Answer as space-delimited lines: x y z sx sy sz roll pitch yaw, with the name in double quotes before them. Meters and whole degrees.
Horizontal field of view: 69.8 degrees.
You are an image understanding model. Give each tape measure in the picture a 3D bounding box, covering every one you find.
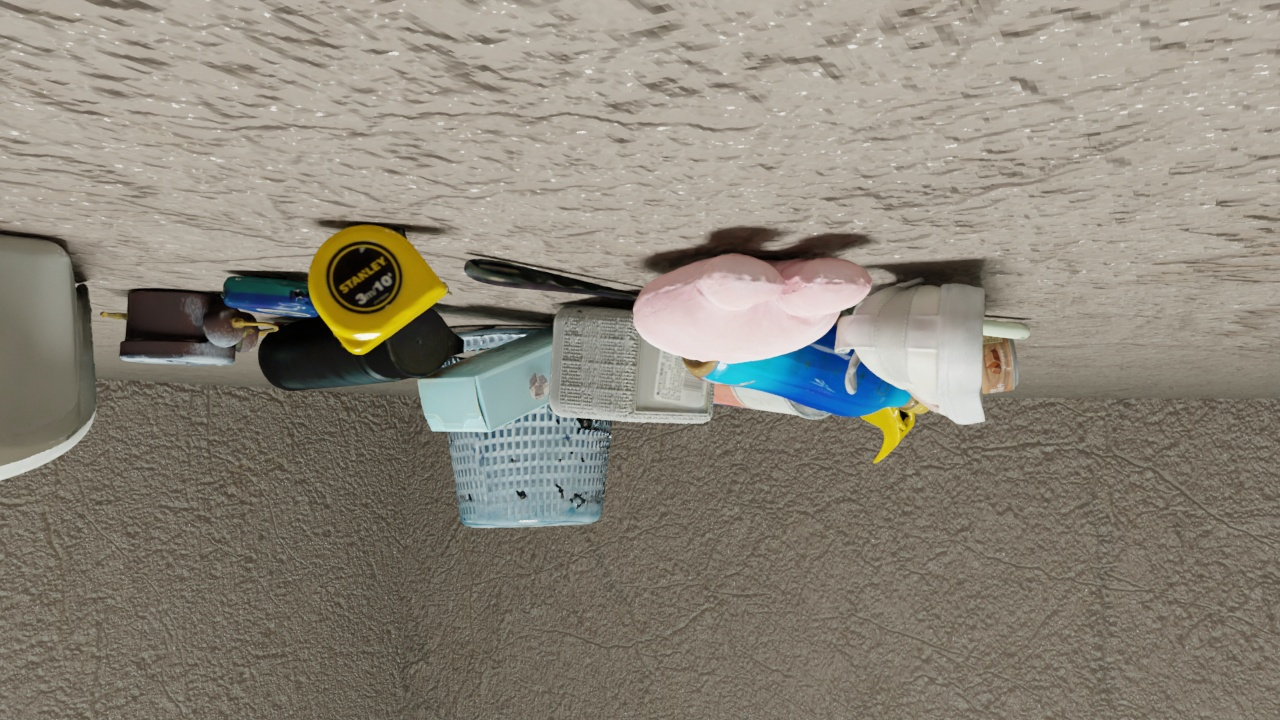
"tape measure" -0.134 -0.037 0.456 0.060 0.057 0.029 -39 -178 -12
"tape measure" -0.245 -0.044 0.621 0.058 0.025 0.054 5 178 2

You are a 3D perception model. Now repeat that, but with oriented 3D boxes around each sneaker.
"sneaker" 0.186 -0.004 0.621 0.091 0.089 0.242 2 176 22

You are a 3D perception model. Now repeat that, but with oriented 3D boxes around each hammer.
"hammer" 0.139 0.019 0.891 0.032 0.129 0.301 -42 -149 -21

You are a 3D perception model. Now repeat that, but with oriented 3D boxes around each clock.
"clock" -0.352 -0.024 0.728 0.122 0.055 0.082 1 175 -7

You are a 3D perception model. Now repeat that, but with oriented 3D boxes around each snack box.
"snack box" -0.104 0.012 0.808 0.074 0.051 0.174 -2 -164 38

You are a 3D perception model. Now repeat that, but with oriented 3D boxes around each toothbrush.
"toothbrush" 0.236 -0.028 0.731 0.189 0.020 0.029 3 169 -22
"toothbrush" -0.038 -0.048 0.585 0.018 0.015 0.180 -11 170 42

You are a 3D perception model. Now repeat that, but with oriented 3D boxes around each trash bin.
"trash bin" -0.118 0.079 0.987 0.226 0.195 0.227 -2 171 0

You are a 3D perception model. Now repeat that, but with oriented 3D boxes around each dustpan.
"dustpan" -0.423 0.000 0.506 0.222 0.142 0.258 4 173 -37

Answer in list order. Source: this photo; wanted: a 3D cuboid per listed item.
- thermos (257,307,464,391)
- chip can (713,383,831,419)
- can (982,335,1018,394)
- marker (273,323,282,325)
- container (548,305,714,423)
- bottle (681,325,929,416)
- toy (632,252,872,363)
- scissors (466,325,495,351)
"thermos" -0.251 -0.007 0.822 0.089 0.068 0.243 13 169 -44
"chip can" 0.091 0.009 0.831 0.071 0.071 0.215 3 180 -29
"can" 0.271 0.005 0.819 0.116 0.058 0.058 -8 174 15
"marker" -0.298 -0.027 0.936 0.145 0.017 0.017 2 176 -14
"container" -0.004 0.004 0.703 0.090 0.090 0.114 3 180 -31
"bottle" 0.133 0.005 0.675 0.218 0.065 0.065 15 169 -29
"toy" 0.062 -0.031 0.516 0.121 0.054 0.160 1 171 -15
"scissors" -0.179 -0.023 0.983 0.181 0.014 0.159 -1 175 9
